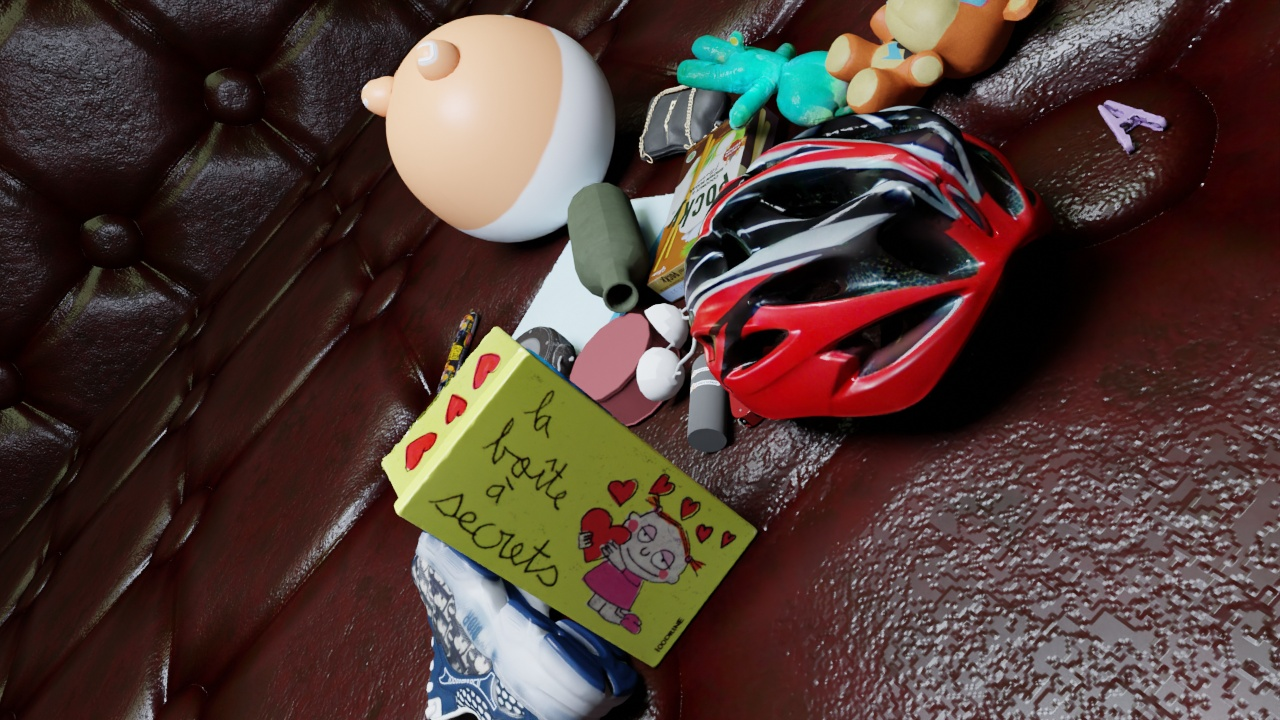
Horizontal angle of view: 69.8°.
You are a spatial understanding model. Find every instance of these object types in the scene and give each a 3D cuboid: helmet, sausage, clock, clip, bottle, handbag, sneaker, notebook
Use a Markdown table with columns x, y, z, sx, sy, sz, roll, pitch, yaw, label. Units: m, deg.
| x | y | z | sx | sy | sz | roll | pitch | yaw | label |
| --- | --- | --- | --- | --- | --- | --- | --- | --- | --- |
| 0.131 | -0.067 | 0.612 | 0.217 | 0.167 | 0.272 | -49 | 19 | -21 | helmet |
| -0.220 | -0.002 | 1.096 | 0.020 | 0.020 | 0.155 | -24 | 40 | 36 | sausage |
| -0.099 | 0.015 | 0.887 | 0.091 | 0.043 | 0.123 | -52 | 33 | -1 | clock |
| 0.320 | -0.156 | 0.595 | 0.045 | 0.014 | 0.050 | -20 | 45 | 39 | clip |
| -0.005 | 0.005 | 0.794 | 0.138 | 0.048 | 0.096 | -27 | 39 | 33 | clock |
| -0.030 | -0.106 | 0.884 | 0.071 | 0.071 | 0.206 | -40 | 27 | 15 | bottle |
| 0.048 | -0.258 | 1.012 | 0.129 | 0.054 | 0.079 | 6 | 72 | 50 | handbag |
| -0.119 | 0.222 | 0.675 | 0.270 | 0.103 | 0.132 | 21 | 80 | 53 | sneaker |
| -0.060 | -0.073 | 0.980 | 0.181 | 0.009 | 0.253 | 4 | 60 | 52 | notebook |
| 0.055 | 0.018 | 0.724 | 0.030 | 0.030 | 0.112 | -27 | 39 | 32 | bottle |

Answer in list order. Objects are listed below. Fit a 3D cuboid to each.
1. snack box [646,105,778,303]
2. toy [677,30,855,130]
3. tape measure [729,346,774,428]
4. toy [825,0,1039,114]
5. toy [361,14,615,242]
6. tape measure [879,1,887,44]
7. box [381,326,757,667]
| x | y | z | sx | sy | sz | roll | pitch | yaw | label |
| --- | --- | --- | --- | --- | --- | --- | --- | --- | --- |
| 0.070 | -0.152 | 0.866 | 0.101 | 0.031 | 0.185 | -28 | 37 | 46 | snack box |
| 0.129 | -0.264 | 0.846 | 0.193 | 0.072 | 0.130 | 19 | 58 | 18 | toy |
| 0.088 | 0.017 | 0.694 | 0.059 | 0.019 | 0.051 | -45 | 32 | 7 | tape measure |
| 0.240 | -0.266 | 0.741 | 0.176 | 0.096 | 0.112 | -26 | 44 | 11 | toy |
| -0.171 | -0.282 | 1.088 | 0.264 | 0.280 | 0.265 | -12 | 68 | 45 | toy |
| 0.239 | -0.306 | 0.818 | 0.058 | 0.038 | 0.058 | -24 | 34 | 17 | tape measure |
| -0.042 | 0.090 | 0.590 | 0.124 | 0.221 | 0.080 | -50 | 32 | -4 | box |
